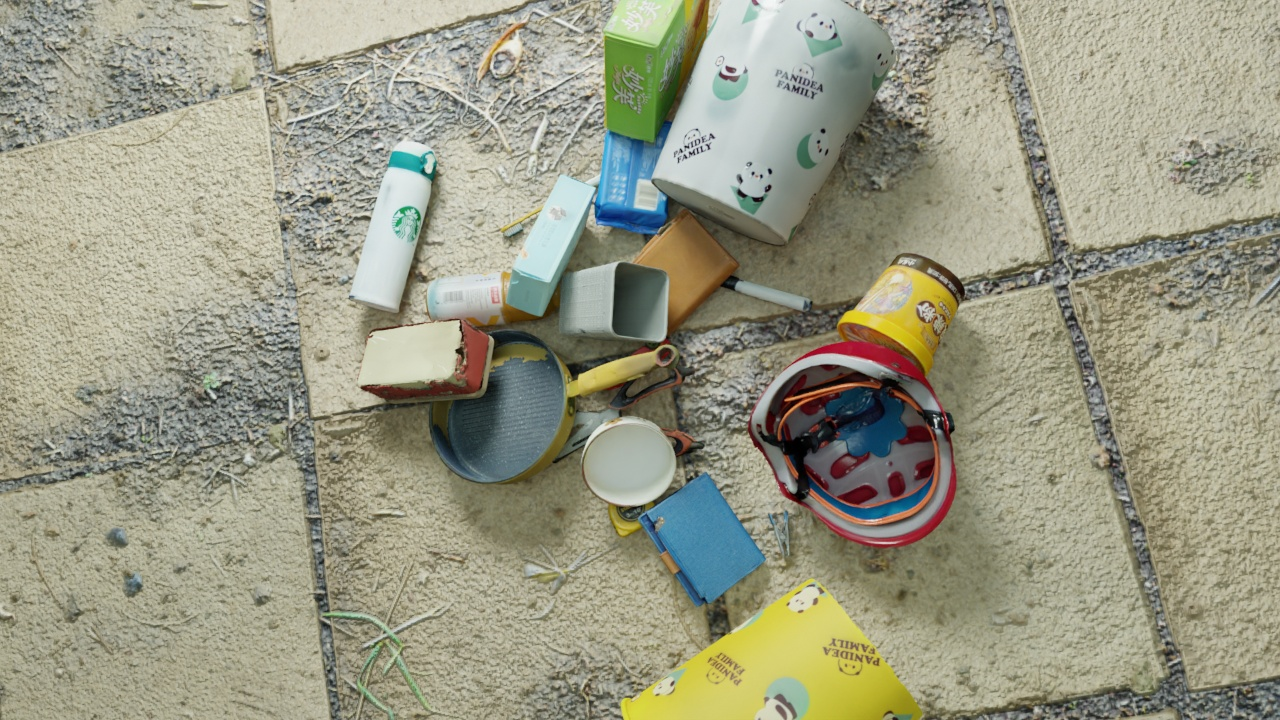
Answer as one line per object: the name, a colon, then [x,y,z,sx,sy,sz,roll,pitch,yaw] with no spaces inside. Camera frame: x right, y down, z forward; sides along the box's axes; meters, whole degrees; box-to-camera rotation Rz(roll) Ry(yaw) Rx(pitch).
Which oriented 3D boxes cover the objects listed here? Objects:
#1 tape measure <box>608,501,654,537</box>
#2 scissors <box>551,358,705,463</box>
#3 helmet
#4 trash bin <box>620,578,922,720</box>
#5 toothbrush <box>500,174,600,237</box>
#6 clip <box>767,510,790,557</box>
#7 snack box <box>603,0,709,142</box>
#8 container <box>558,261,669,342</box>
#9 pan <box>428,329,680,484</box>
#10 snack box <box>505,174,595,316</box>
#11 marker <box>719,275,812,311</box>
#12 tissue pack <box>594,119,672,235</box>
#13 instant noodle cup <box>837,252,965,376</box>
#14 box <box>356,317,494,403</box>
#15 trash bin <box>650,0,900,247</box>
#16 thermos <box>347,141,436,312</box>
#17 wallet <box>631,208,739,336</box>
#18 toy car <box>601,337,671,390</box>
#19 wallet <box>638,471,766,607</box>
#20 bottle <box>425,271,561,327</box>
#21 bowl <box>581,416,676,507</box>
tape measure: [-0.012,0.187,1.143,0.060,0.029,0.057,-26,75,-13]
scissors: [-0.022,0.072,1.144,0.226,0.015,0.189,20,113,0]
helmet: [0.255,0.082,1.058,0.207,0.143,0.240,-30,100,27]
trash bin: [0.147,0.390,1.002,0.255,0.230,0.229,-38,78,-4]
toothbrush: [-0.101,-0.213,1.220,0.191,0.016,0.018,-27,90,4]
clip: [0.173,0.211,1.114,0.045,0.027,0.058,-8,81,0]
snack box: [0.023,-0.398,1.122,0.070,0.158,0.209,18,62,9]
container: [-0.037,-0.068,1.127,0.114,0.090,0.090,-1,84,48]
pan: [-0.108,0.039,1.110,0.358,0.078,0.197,-12,70,21]
snack box: [-0.111,-0.144,1.140,0.051,0.074,0.174,21,55,-1]
marker: [0.154,-0.087,1.160,0.131,0.023,0.018,17,56,12]
tissue pack: [-0.007,-0.242,1.182,0.095,0.052,0.157,8,86,-12]
instant noodle cup: [0.314,-0.055,1.087,0.118,0.118,0.114,34,79,12]
box: [-0.277,0.001,1.151,0.169,0.080,0.091,-5,68,30]
trash bin: [0.146,-0.288,1.095,0.229,0.229,0.252,27,93,11]
thermos: [-0.325,-0.180,1.223,0.073,0.073,0.224,13,84,10]
wallet: [0.044,-0.112,1.165,0.132,0.031,0.108,-45,77,14]
toy car: [-0.007,0.007,1.158,0.106,0.049,0.031,-34,77,2]
wallet: [0.074,0.218,1.114,0.106,0.040,0.133,-33,83,-12]
bottle: [-0.179,-0.080,1.186,0.189,0.068,0.068,-5,81,5]
bowl: [-0.016,0.114,1.113,0.113,0.062,0.114,-1,114,-3]
